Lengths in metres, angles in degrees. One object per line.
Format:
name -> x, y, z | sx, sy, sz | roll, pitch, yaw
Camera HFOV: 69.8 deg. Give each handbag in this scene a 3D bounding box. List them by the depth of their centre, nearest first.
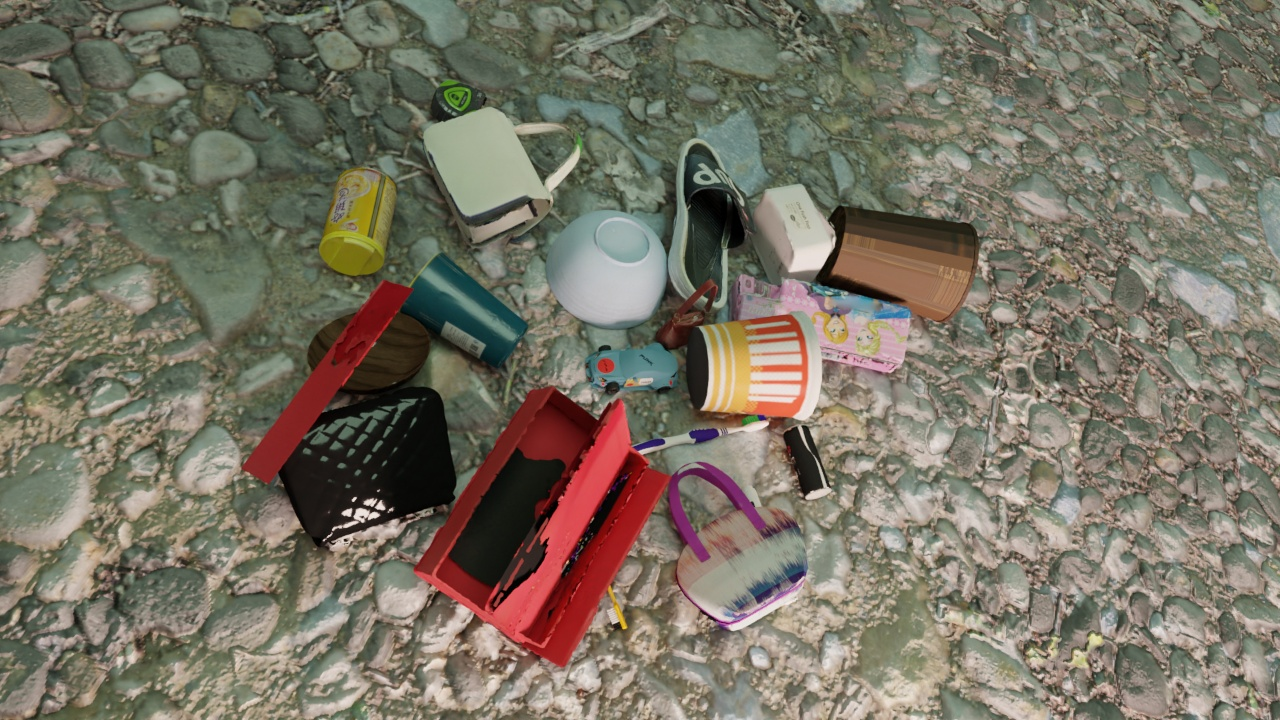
handbag -> -0.262, 0.101, 0.868 | 0.153, 0.115, 0.125 | -16, 91, -31
handbag -> 0.087, 0.181, 0.946 | 0.144, 0.068, 0.170 | -27, 63, -12
handbag -> 0.059, -0.056, 1.038 | 0.055, 0.120, 0.029 | -15, 67, -27
handbag -> -0.149, -0.224, 1.078 | 0.176, 0.074, 0.151 | -25, 69, -10

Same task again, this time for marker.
marker -> 0.137, 0.195, 0.981 | 0.020, 0.017, 0.133 | -19, 66, 2

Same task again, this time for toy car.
toy car -> -0.006, 0.006, 1.034 | 0.107, 0.028, 0.060 | -2, 62, -21

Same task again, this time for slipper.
slipper -> 0.092, -0.174, 1.129 | 0.111, 0.063, 0.263 | 37, 47, -31

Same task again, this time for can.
can -> -0.305, -0.151, 0.994 | 0.067, 0.068, 0.104 | 10, 58, -14
can -> 0.188, 0.114, 1.039 | 0.031, 0.032, 0.080 | -5, 63, -23

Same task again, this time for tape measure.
tape measure -> -0.229, -0.314, 1.138 | 0.058, 0.036, 0.065 | 27, 51, -14

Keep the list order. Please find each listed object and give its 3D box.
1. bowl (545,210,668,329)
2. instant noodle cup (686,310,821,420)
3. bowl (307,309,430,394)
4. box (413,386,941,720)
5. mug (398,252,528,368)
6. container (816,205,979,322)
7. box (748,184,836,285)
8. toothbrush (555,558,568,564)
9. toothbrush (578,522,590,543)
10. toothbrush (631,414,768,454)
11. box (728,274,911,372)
bowl -> -0.030, -0.119, 1.071 | 0.150, 0.075, 0.150 | 9, 58, -15
instant noodle cup -> 0.122, 0.007, 1.030 | 0.121, 0.124, 0.123 | -2, 61, -12
bowl -> -0.271, -0.001, 0.927 | 0.119, 0.032, 0.119 | 2, 43, -2
box -> 0.025, 0.206, 0.829 | 0.425, 0.128, 0.212 | 28, 67, 9
mug -> -0.185, -0.048, 0.977 | 0.121, 0.078, 0.078 | 36, 55, -3
container -> 0.324, -0.131, 1.181 | 0.167, 0.132, 0.132 | 12, 57, -6
box -> 0.207, -0.157, 1.162 | 0.101, 0.103, 0.108 | -12, 65, -14
toothbrush -> -0.128, 0.182, 0.897 | 0.135, 0.017, 0.021 | 13, 61, -15
toothbrush -> -0.053, 0.174, 0.919 | 0.031, 0.031, 0.196 | -25, 73, 3
toothbrush -> 0.063, 0.084, 1.022 | 0.186, 0.015, 0.016 | -10, 60, -24
box -> 0.225, -0.050, 1.130 | 0.230, 0.063, 0.084 | 12, 57, -13
